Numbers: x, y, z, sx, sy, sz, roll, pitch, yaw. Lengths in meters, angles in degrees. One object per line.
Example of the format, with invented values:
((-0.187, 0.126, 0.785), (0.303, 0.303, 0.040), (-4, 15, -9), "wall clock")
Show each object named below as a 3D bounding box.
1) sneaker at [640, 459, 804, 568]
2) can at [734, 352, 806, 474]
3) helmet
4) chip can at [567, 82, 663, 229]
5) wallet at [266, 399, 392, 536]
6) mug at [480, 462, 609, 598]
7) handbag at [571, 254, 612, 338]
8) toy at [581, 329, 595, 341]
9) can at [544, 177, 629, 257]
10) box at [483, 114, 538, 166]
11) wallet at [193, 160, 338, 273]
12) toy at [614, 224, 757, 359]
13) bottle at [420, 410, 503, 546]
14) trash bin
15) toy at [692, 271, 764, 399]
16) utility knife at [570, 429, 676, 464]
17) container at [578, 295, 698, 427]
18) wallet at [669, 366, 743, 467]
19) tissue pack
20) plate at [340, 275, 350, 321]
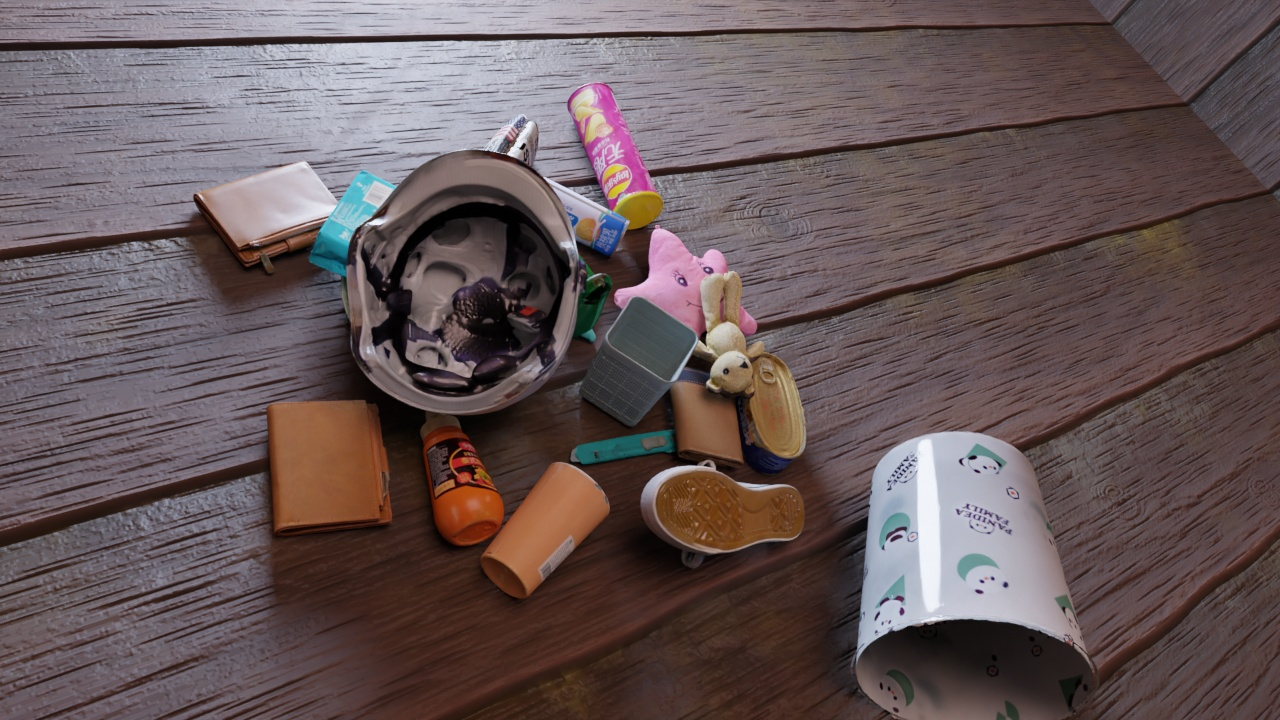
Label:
((0.076, 0.161, 0.979), (0.240, 0.088, 0.118), (11, 74, -45), "sneaker")
((0.153, 0.063, 1.112), (0.074, 0.049, 0.148), (8, 54, -22), "can")
((-0.166, -0.064, 0.922), (0.229, 0.146, 0.258), (1, 74, 0), "helmet")
((-0.037, -0.280, 1.250), (0.071, 0.072, 0.210), (-5, 59, -30), "chip can")
((-0.295, 0.098, 0.872), (0.107, 0.031, 0.131), (-3, 59, -25), "wallet")
((-0.095, 0.169, 0.897), (0.078, 0.078, 0.122), (39, 54, 4), "mug")
((-0.101, -0.091, 1.014), (0.067, 0.120, 0.131), (-23, 68, -45), "handbag")
((-0.082, -0.078, 1.105), (0.096, 0.030, 0.091), (39, 43, -22), "toy")
((-0.085, -0.184, 1.167), (0.134, 0.053, 0.053), (26, 49, -8), "can")
((-0.184, -0.258, 1.164), (0.082, 0.075, 0.163), (21, 52, 3), "box")
((-0.396, -0.160, 1.004), (0.130, 0.035, 0.119), (-30, 73, -37), "wallet")
((0.049, -0.087, 1.148), (0.194, 0.075, 0.178), (-20, 80, -37), "toy")
((-0.184, 0.107, 0.906), (0.066, 0.067, 0.149), (-6, 53, -30), "bottle")
((0.344, 0.228, 0.984), (0.229, 0.230, 0.251), (24, 45, -10), "trash bin")
((0.103, -0.031, 1.087), (0.105, 0.066, 0.157), (5, 68, -23), "toy")
((-0.009, 0.097, 1.029), (0.157, 0.013, 0.029), (-7, 61, -30), "utility knife")
((-0.006, 0.006, 1.031), (0.090, 0.112, 0.089), (33, 48, -1), "container")
((0.077, 0.067, 1.075), (0.090, 0.033, 0.115), (15, 50, -27), "wallet")
((-0.288, -0.136, 0.995), (0.093, 0.050, 0.133), (25, 49, -10), "tissue pack")
((-0.220, -0.065, 1.031), (0.230, 0.028, 0.229), (13, 52, -18), "plate")
